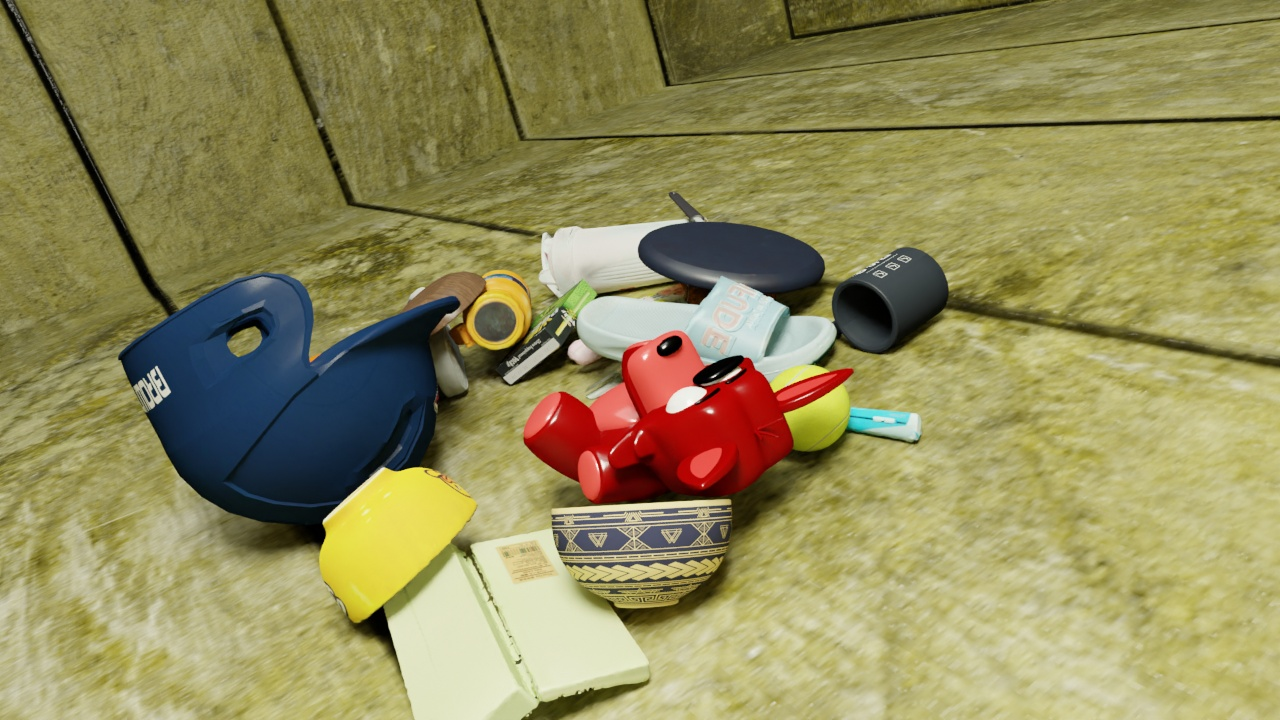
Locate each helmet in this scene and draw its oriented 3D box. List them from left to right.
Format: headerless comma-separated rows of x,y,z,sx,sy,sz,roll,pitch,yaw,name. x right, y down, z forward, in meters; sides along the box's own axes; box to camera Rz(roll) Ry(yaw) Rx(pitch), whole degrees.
-0.272,0.023,0.799,0.271,0.223,0.233,-37,13,-20,helmet

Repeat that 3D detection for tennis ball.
0.125,0.036,0.691,0.065,0.065,0.065,-15,22,6,tennis ball

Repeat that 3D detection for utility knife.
0.160,0.046,0.711,0.124,0.015,0.022,4,60,45,utility knife

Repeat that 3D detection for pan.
0.080,-0.148,1.045,0.198,0.021,0.356,-1,25,-13,pan

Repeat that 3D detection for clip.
-0.006,0.005,0.909,0.101,0.040,0.054,-33,14,-32,clip

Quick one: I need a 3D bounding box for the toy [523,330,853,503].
0.027,0.040,0.646,0.158,0.120,0.198,-29,13,-35,toy

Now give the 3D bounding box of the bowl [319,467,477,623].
-0.181,0.120,0.652,0.117,0.067,0.117,-41,8,6,bowl

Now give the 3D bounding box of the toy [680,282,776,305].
0.095,-0.071,0.974,0.087,0.067,0.113,0,2,-24,toy

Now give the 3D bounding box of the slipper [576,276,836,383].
0.056,-0.035,0.850,0.246,0.074,0.103,8,33,18,slipper

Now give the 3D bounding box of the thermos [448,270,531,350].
-0.168,-0.053,1.062,0.091,0.076,0.232,-57,12,5,thermos

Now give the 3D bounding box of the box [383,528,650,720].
-0.088,0.165,0.575,0.140,0.047,0.188,-20,22,-15,box

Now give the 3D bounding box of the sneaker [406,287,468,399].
-0.259,-0.010,1.064,0.087,0.089,0.235,-24,27,-6,sneaker

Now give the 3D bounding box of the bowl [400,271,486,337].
-0.218,-0.060,0.972,0.118,0.030,0.117,-33,21,14,bowl

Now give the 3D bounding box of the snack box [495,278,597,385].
-0.104,-0.034,1.035,0.080,0.025,0.147,-37,13,26,snack box

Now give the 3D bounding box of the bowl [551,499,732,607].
0.002,0.120,0.570,0.112,0.061,0.112,-3,-9,-1,bowl

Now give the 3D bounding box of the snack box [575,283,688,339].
0.002,-0.050,1.036,0.148,0.029,0.040,-21,22,-10,snack box

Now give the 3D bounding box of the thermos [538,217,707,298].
-0.020,-0.130,1.166,0.221,0.099,0.099,-5,24,17,thermos

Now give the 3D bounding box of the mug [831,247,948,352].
0.218,-0.051,0.842,0.077,0.071,0.105,-30,-1,-30,mug

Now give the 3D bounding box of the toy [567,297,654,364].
-0.026,-0.026,0.976,0.110,0.047,0.063,-26,19,-4,toy

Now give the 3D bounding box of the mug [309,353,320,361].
-0.348,0.031,1.053,0.095,0.077,0.113,-24,-5,-18,mug
